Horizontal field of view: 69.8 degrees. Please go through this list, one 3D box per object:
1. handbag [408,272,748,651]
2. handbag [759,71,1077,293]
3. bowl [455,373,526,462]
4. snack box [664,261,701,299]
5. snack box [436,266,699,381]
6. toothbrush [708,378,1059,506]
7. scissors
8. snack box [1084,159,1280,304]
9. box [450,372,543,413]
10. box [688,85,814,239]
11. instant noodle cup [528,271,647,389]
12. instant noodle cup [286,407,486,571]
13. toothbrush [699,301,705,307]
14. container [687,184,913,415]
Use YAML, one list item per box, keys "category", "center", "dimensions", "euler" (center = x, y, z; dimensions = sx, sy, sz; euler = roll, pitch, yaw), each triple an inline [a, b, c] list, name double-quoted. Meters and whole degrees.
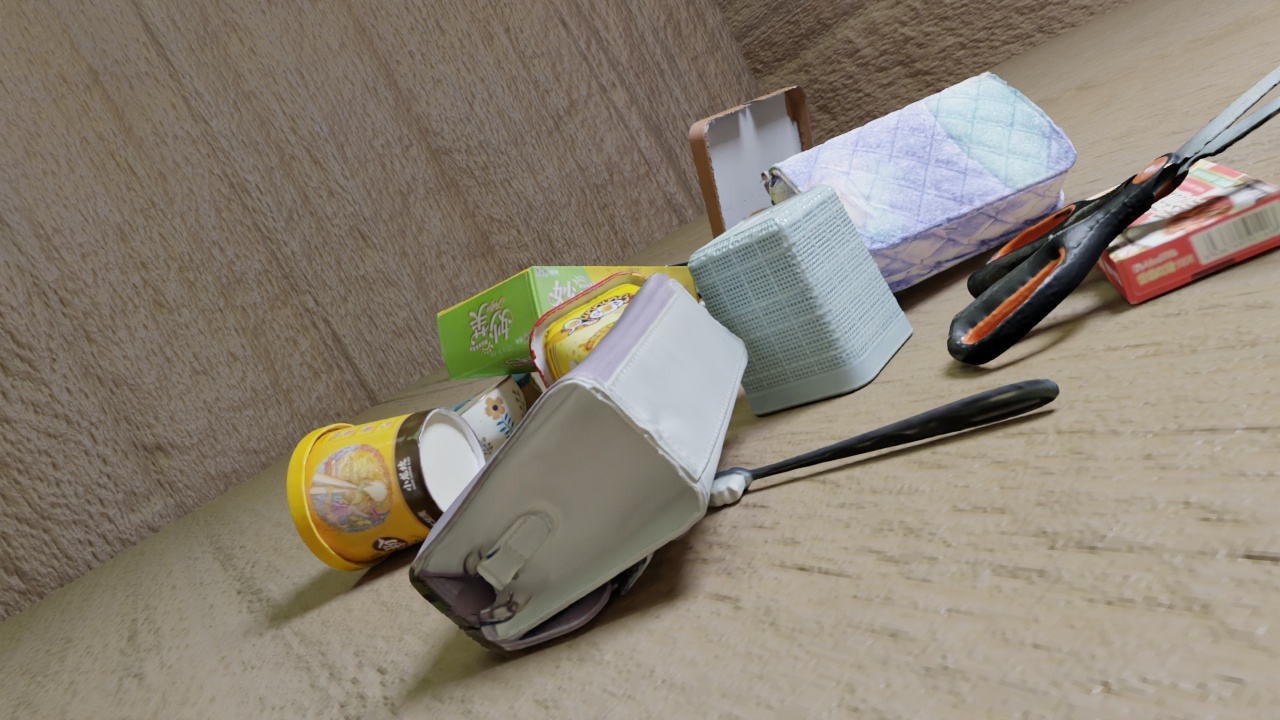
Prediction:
- category: "handbag"
  center: [-0.020, 0.048, 0.488]
  dimensions: [0.145, 0.098, 0.196]
  euler: [-42, 4, 22]
- category: "handbag"
  center: [0.205, -0.130, 0.679]
  dimensions: [0.193, 0.134, 0.076]
  euler: [-23, -36, -8]
- category: "bowl"
  center: [-0.151, 0.070, 0.865]
  dimensions: [0.113, 0.062, 0.113]
  euler: [-35, 7, 4]
- category: "snack box"
  center: [0.009, -0.071, 1.051]
  dimensions: [0.126, 0.053, 0.113]
  euler: [-28, -3, 27]
- category: "snack box"
  center: [-0.065, -0.037, 0.889]
  dimensions: [0.209, 0.070, 0.158]
  euler: [-6, -9, -45]
- category: "toothbrush"
  center: [0.102, 0.040, 0.426]
  dimensions: [0.182, 0.015, 0.018]
  euler: [-23, 16, 35]
- category: "scissors"
  center: [0.238, -0.081, 0.463]
  dimensions: [0.222, 0.021, 0.210]
  euler: [-46, 2, 4]
- category: "snack box"
  center: [0.279, -0.074, 0.489]
  dimensions: [0.075, 0.025, 0.152]
  euler: [-25, 10, 22]
- category: "box"
  center: [-0.185, 0.077, 0.966]
  dimensions: [0.184, 0.060, 0.090]
  euler: [-28, 8, -5]
- category: "box"
  center: [0.160, -0.167, 0.836]
  dimensions: [0.157, 0.193, 0.182]
  euler: [-18, 14, 44]
- category: "instant noodle cup"
  center: [-0.004, 0.004, 0.686]
  dimensions: [0.116, 0.116, 0.124]
  euler: [-31, 21, -20]
- category: "instant noodle cup"
  center: [-0.192, 0.096, 0.722]
  dimensions: [0.115, 0.118, 0.118]
  euler: [-18, 12, 19]
- category: "toothbrush"
  center: [0.071, -0.067, 1.020]
  dimensions: [0.180, 0.016, 0.016]
  euler: [-24, 0, -16]
- category: "container"
  center: [0.097, -0.040, 0.578]
  dimensions: [0.090, 0.111, 0.089]
  euler: [-20, 13, 43]
